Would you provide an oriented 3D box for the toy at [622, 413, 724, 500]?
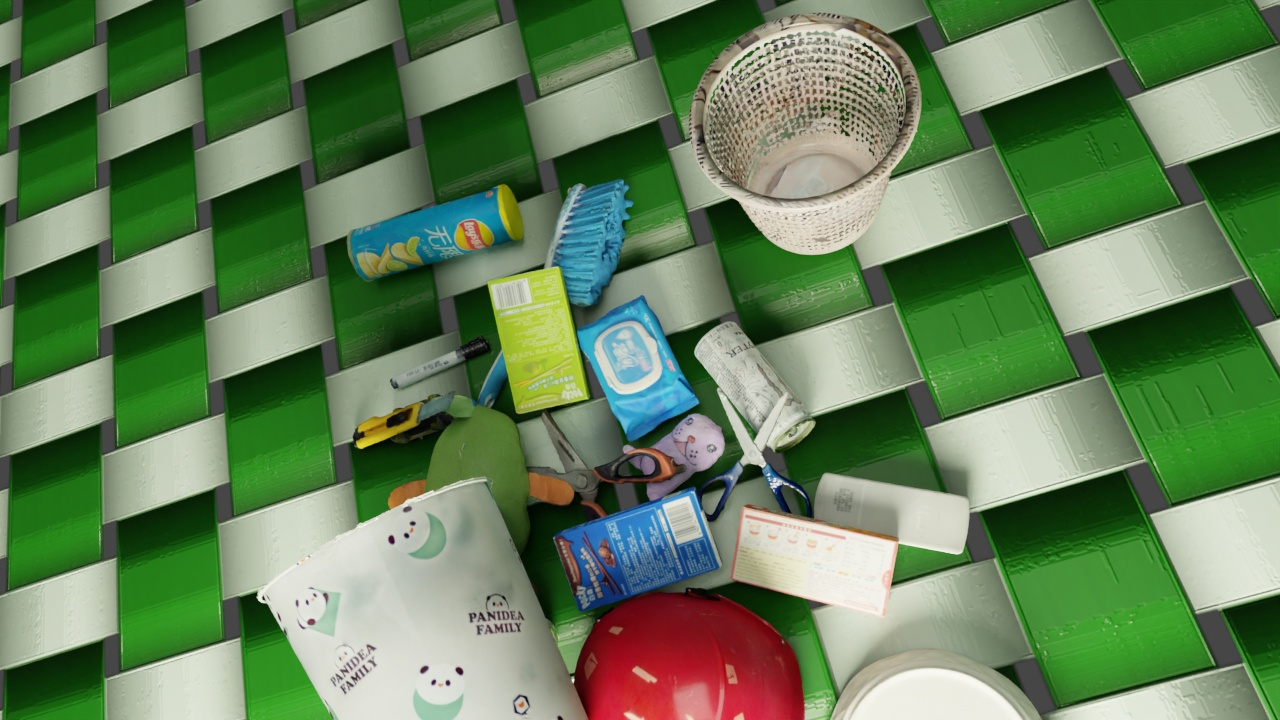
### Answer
[{"bbox_3d":[0.041,0.100,0.994,0.108,0.039,0.084,-36,64,6],"label":"toy"}]

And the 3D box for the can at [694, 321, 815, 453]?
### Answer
[{"bbox_3d":[0.122,0.028,0.989,0.058,0.058,0.146,-37,65,0],"label":"can"}]

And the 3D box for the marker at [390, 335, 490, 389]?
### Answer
[{"bbox_3d":[-0.246,0.003,1.121,0.131,0.018,0.022,-22,75,6],"label":"marker"}]

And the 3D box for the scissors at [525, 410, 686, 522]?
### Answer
[{"bbox_3d":[-0.047,0.144,1.001,0.226,0.015,0.189,-7,83,29],"label":"scissors"}]

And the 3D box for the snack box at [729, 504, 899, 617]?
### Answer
[{"bbox_3d":[0.173,0.199,0.919,0.156,0.027,0.077,10,92,19],"label":"snack box"}]

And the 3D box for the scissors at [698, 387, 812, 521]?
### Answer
[{"bbox_3d":[0.116,0.110,0.949,0.163,0.012,0.176,-41,91,23],"label":"scissors"}]

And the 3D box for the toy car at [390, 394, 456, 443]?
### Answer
[{"bbox_3d":[-0.258,0.071,1.091,0.090,0.035,0.042,-18,65,15],"label":"toy car"}]

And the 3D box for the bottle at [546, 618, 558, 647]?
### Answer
[{"bbox_3d":[-0.188,0.295,0.976,0.197,0.068,0.068,3,72,20],"label":"bottle"}]

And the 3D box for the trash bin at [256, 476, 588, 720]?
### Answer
[{"bbox_3d":[-0.181,0.270,0.829,0.229,0.229,0.252,-30,79,3],"label":"trash bin"}]

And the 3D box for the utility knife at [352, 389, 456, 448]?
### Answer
[{"bbox_3d":[-0.274,0.066,1.047,0.220,0.015,0.033,-21,63,42],"label":"utility knife"}]

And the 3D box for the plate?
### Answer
[{"bbox_3d":[0.271,0.368,0.833,0.205,0.045,0.204,-5,69,13],"label":"plate"}]

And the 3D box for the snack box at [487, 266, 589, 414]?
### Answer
[{"bbox_3d":[-0.116,-0.023,1.051,0.086,0.026,0.156,-13,93,2],"label":"snack box"}]

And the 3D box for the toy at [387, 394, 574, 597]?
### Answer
[{"bbox_3d":[-0.180,0.158,1.009,0.227,0.090,0.246,-4,67,12],"label":"toy"}]

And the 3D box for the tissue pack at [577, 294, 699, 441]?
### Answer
[{"bbox_3d":[-0.006,0.006,1.032,0.095,0.052,0.157,-27,65,2],"label":"tissue pack"}]

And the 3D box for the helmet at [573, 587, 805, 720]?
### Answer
[{"bbox_3d":[0.031,0.318,0.867,0.240,0.144,0.206,20,79,22],"label":"helmet"}]

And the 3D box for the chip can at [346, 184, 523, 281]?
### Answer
[{"bbox_3d":[-0.257,-0.159,1.152,0.210,0.071,0.071,-14,68,10],"label":"chip can"}]

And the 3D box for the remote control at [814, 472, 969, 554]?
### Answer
[{"bbox_3d":[0.252,0.154,0.927,0.150,0.021,0.058,9,76,18],"label":"remote control"}]

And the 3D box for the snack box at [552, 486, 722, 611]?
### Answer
[{"bbox_3d":[-0.003,0.195,0.946,0.157,0.026,0.084,-20,90,10],"label":"snack box"}]

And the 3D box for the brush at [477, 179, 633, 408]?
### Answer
[{"bbox_3d":[-0.102,-0.074,1.094,0.109,0.060,0.314,11,76,24],"label":"brush"}]

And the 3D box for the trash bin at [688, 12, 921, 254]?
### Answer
[{"bbox_3d":[0.181,-0.219,0.986,0.228,0.192,0.227,-5,70,14],"label":"trash bin"}]
